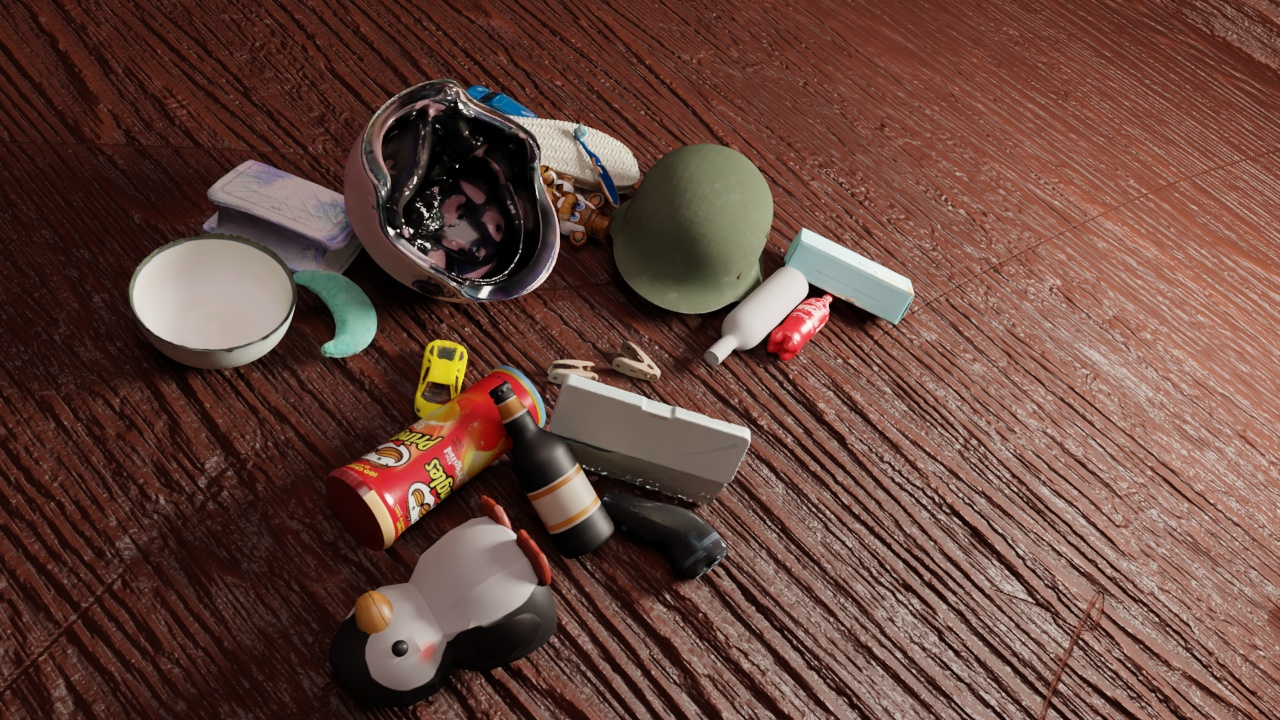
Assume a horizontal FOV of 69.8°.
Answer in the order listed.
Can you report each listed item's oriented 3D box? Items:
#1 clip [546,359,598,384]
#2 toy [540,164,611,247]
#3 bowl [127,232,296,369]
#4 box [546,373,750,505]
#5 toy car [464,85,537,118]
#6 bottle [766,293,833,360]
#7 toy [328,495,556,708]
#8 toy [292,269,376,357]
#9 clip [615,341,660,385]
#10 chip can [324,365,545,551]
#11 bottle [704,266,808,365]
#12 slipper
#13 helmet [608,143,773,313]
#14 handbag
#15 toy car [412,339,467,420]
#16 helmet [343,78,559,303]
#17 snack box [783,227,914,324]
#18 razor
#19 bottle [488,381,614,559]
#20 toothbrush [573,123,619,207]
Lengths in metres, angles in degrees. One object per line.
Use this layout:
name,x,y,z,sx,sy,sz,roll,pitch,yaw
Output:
clip,-0.078,0.011,1.052,0.061,0.026,0.049,26,48,-1
toy,-0.094,-0.193,1.179,0.112,0.067,0.087,23,79,7
bowl,-0.432,-0.050,0.936,0.153,0.073,0.153,11,50,-13
box,0.000,0.091,0.941,0.197,0.136,0.044,18,44,-6
toy car,-0.195,-0.344,1.275,0.120,0.044,0.056,30,49,5
bottle,0.213,-0.049,1.194,0.042,0.042,0.141,39,50,12
toy,-0.172,0.232,0.795,0.183,0.140,0.159,-27,33,-25
toy,-0.325,-0.053,0.990,0.084,0.033,0.105,-15,75,-56
clip,-0.001,0.002,1.087,0.049,0.026,0.061,-3,56,-24
chip can,-0.196,0.091,0.904,0.087,0.087,0.212,42,50,14
bottle,0.143,-0.052,1.163,0.052,0.053,0.194,39,51,12
slipper,-0.129,-0.268,1.228,0.262,0.052,0.115,6,57,-24
helmet,0.077,-0.183,1.175,0.227,0.154,0.267,28,50,2
handbag,-0.396,-0.160,1.046,0.158,0.069,0.126,21,35,-4
toy car,-0.215,0.024,0.987,0.049,0.030,0.106,11,52,-13
helmet,-0.220,-0.169,1.037,0.255,0.153,0.229,32,58,-33
snack box,0.284,-0.116,1.251,0.174,0.053,0.074,27,24,1
razor,0.019,0.178,0.939,0.140,0.053,0.063,22,57,1
bottle,-0.094,0.103,0.899,0.059,0.059,0.181,-35,98,-37
toothbrush,-0.057,-0.258,1.213,0.021,0.017,0.135,-10,65,-39
